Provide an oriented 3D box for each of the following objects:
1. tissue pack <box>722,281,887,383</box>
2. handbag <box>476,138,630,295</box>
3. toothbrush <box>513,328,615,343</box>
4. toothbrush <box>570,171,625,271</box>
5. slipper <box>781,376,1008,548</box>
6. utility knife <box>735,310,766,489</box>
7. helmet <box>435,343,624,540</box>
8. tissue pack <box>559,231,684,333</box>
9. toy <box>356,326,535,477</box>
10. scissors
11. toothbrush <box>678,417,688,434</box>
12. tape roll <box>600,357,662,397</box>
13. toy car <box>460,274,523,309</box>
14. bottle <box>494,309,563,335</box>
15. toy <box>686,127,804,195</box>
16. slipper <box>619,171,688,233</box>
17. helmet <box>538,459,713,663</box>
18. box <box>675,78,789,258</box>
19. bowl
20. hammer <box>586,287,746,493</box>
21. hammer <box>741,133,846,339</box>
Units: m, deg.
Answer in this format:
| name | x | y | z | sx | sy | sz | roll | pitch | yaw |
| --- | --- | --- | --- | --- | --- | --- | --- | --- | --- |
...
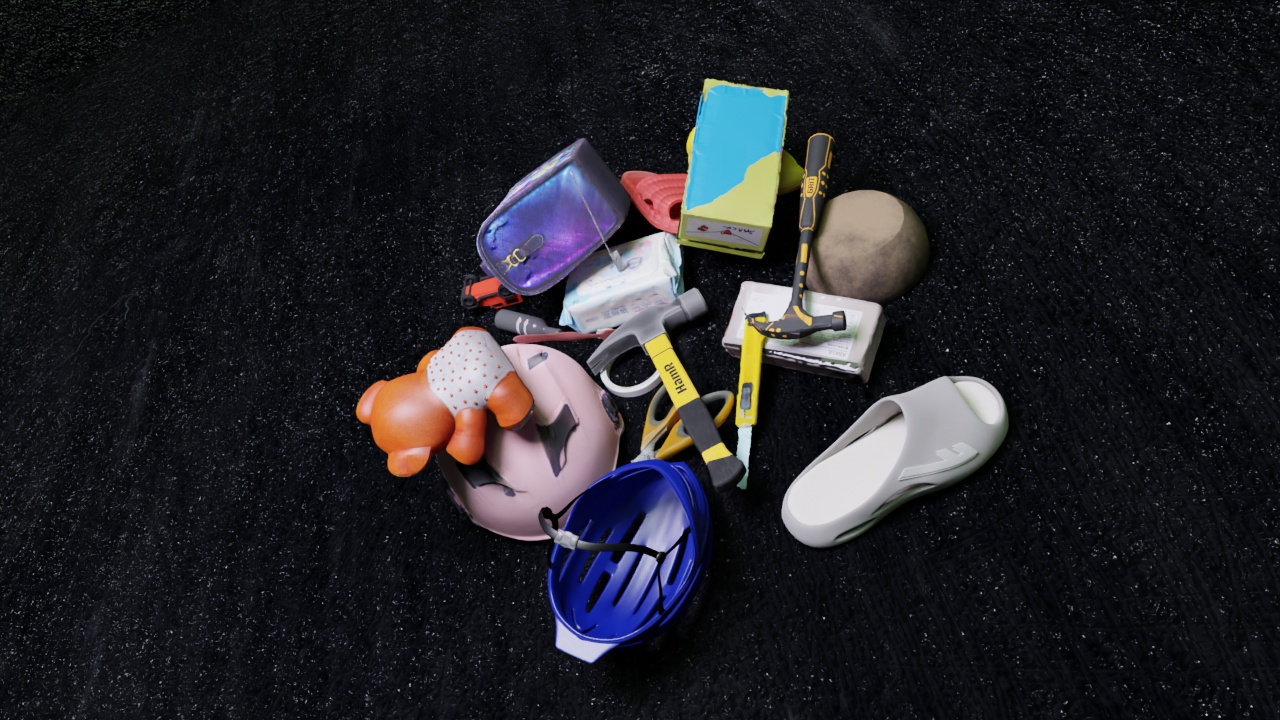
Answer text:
| name | x | y | z | sx | sy | sz | roll | pitch | yaw |
| --- | --- | --- | --- | --- | --- | --- | --- | --- | --- |
| tissue pack | 0.200 | -0.036 | 1.101 | 0.182 | 0.071 | 0.103 | 11 | 73 | 35 |
| handbag | -0.132 | -0.190 | 1.271 | 0.222 | 0.125 | 0.204 | -35 | 16 | 15 |
| toothbrush | -0.093 | -0.031 | 1.176 | 0.016 | 0.184 | 0.015 | 16 | 104 | 40 |
| toothbrush | -0.052 | -0.172 | 1.147 | 0.010 | 0.181 | 0.010 | -29 | 51 | -2 |
| slipper | 0.258 | 0.090 | 0.948 | 0.266 | 0.081 | 0.113 | -31 | 43 | -1 |
| utility knife | 0.126 | 0.043 | 1.062 | 0.031 | 0.019 | 0.218 | -9 | 67 | 38 |
| helmet | -0.143 | 0.084 | 1.105 | 0.230 | 0.153 | 0.255 | -24 | 52 | 0 |
| tissue pack | -0.026 | -0.107 | 1.256 | 0.182 | 0.070 | 0.111 | -14 | 46 | 15 |
| toy | -0.217 | 0.047 | 1.014 | 0.172 | 0.093 | 0.163 | -34 | 58 | -8 |
| scissors | 0.008 | 0.102 | 1.082 | 0.227 | 0.016 | 0.134 | -43 | 42 | -12 |
| toothbrush | 0.072 | 0.093 | 1.078 | 0.021 | 0.016 | 0.135 | -33 | 46 | -1 |
| tape roll | -0.007 | 0.007 | 1.190 | 0.093 | 0.013 | 0.092 | -14 | 48 | 16 |
| toy car | -0.216 | -0.103 | 1.358 | 0.100 | 0.049 | 0.051 | -14 | 49 | 15 |
| bottle | -0.155 | -0.048 | 1.295 | 0.113 | 0.030 | 0.030 | 15 | 60 | 34 |
| toy | 0.147 | -0.293 | 1.321 | 0.134 | 0.087 | 0.193 | -26 | 45 | -2 |
| slipper | 0.044 | -0.238 | 1.306 | 0.103 | 0.059 | 0.249 | -6 | 31 | -27 |
| helmet | -0.017 | 0.173 | 0.907 | 0.148 | 0.228 | 0.240 | 17 | 62 | 24 |
| box | 0.123 | -0.255 | 1.204 | 0.124 | 0.082 | 0.220 | 8 | 66 | 1 |
| bowl | 0.275 | -0.147 | 1.146 | 0.162 | 0.070 | 0.162 | -13 | 48 | 15 |
| hammer | 0.045 | 0.039 | 1.086 | 0.170 | 0.034 | 0.324 | -28 | 40 | 2 |
| hammer | 0.201 | -0.157 | 1.118 | 0.123 | 0.036 | 0.319 | -3 | 54 | 24 |
